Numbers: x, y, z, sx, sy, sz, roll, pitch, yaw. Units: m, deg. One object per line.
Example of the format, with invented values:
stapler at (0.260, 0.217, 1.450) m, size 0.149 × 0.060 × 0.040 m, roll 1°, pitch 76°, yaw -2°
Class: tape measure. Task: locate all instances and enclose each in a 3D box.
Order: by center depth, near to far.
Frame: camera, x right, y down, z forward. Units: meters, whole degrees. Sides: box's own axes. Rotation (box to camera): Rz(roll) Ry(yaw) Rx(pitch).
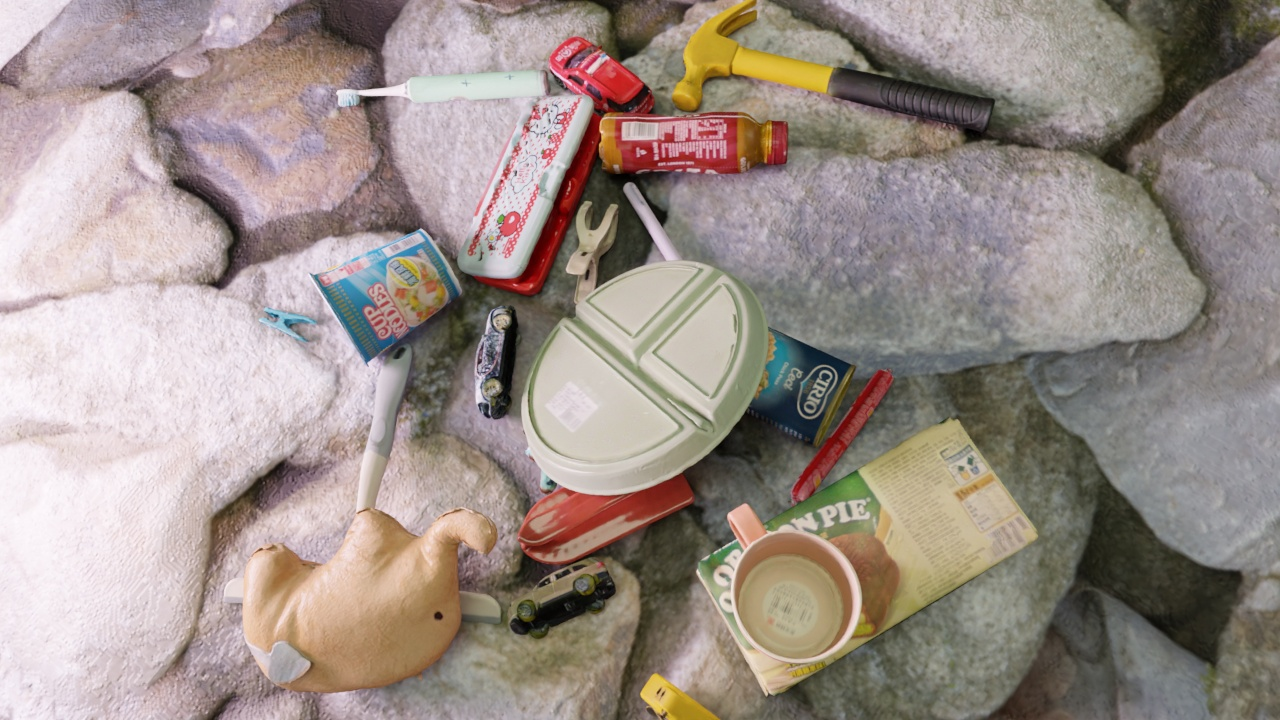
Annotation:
tape measure at (0.026, 0.266, 0.699) m, size 0.060 × 0.057 × 0.028 m, roll 43°, pitch 74°, yaw -22°

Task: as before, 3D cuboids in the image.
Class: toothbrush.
toothbrush at (0.029, -0.093, 0.851) m, size 0.029 × 0.021 × 0.189 m, roll -9°, pitch 61°, yaw -38°
toothbrush at (-0.204, -0.278, 0.940) m, size 0.224 × 0.026 × 0.027 m, roll -1°, pitch 92°, yaw 6°

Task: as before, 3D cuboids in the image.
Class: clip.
clip at (-0.045, -0.104, 0.855) m, size 0.034 × 0.064 × 0.098 m, roll 7°, pitch 64°, yaw 8°
clip at (-0.337, -0.036, 0.875) m, size 0.056 × 0.014 × 0.041 m, roll 19°, pitch 73°, yaw 11°

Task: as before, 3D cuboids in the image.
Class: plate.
plate at (-0.004, 0.004, 0.756) m, size 0.231 × 0.027 × 0.229 m, roll -20°, pitch 45°, yaw 21°

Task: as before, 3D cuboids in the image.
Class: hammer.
hammer at (0.187, -0.271, 0.889) m, size 0.301 × 0.033 × 0.128 m, roll 17°, pitch 74°, yaw 13°

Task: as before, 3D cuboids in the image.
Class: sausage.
sausage at (0.170, 0.063, 0.768) m, size 0.020 × 0.020 × 0.155 m, roll 35°, pitch 69°, yaw 17°

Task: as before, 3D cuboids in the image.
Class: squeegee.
squeegee at (-0.229, 0.094, 0.802) m, size 0.246 × 0.039 × 0.246 m, roll 3°, pitch 70°, yaw 7°

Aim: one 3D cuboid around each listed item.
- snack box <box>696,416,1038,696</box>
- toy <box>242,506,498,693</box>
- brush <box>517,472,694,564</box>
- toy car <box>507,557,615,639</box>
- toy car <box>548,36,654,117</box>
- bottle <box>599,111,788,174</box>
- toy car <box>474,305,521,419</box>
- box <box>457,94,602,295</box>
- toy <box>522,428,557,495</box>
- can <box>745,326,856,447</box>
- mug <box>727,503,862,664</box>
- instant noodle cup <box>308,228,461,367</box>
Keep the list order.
snack box at (0.174, 0.154, 0.720) m, size 0.240 × 0.063 × 0.114 m, roll -30°, pitch 69°, yaw -4°
toy at (-0.203, 0.188, 0.725) m, size 0.226 × 0.082 × 0.143 m, roll -20°, pitch 103°, yaw 7°
brush at (-0.033, 0.119, 0.753) m, size 0.146 × 0.069 × 0.063 m, roll -27°, pitch 68°, yaw -3°
toy car at (-0.066, 0.193, 0.746) m, size 0.090 × 0.042 × 0.035 m, roll -25°, pitch 47°, yaw -8°
toy car at (-0.040, -0.281, 0.913) m, size 0.120 × 0.045 × 0.053 m, roll 39°, pitch 77°, yaw 20°
bottle at (0.051, -0.205, 0.867) m, size 0.175 × 0.057 × 0.057 m, roll 2°, pitch 70°, yaw 7°
toy car at (-0.129, 0.000, 0.819) m, size 0.031 × 0.049 × 0.105 m, roll 5°, pitch 70°, yaw 5°
box at (-0.106, -0.165, 0.866) m, size 0.090 × 0.068 × 0.201 m, roll 16°, pitch 73°, yaw 13°
toy at (-0.059, 0.071, 0.793) m, size 0.092 × 0.030 × 0.096 m, roll -5°, pitch 53°, yaw 8°
can at (0.114, 0.015, 0.771) m, size 0.111 × 0.075 × 0.075 m, roll 26°, pitch 75°, yaw 15°
mug at (0.097, 0.154, 0.637) m, size 0.081 × 0.106 × 0.114 m, roll -31°, pitch 70°, yaw -5°
instant noodle cup at (-0.227, -0.064, 0.834) m, size 0.109 × 0.099 × 0.099 m, roll -33°, pitch 70°, yaw -13°
